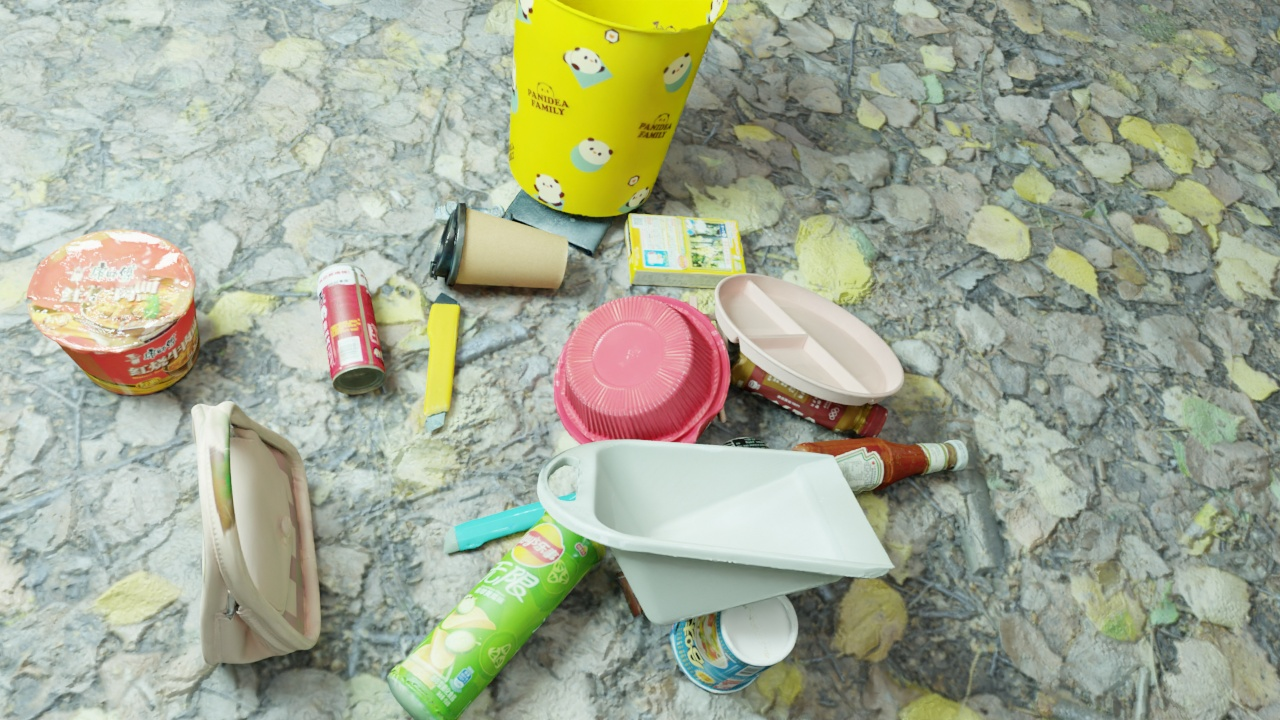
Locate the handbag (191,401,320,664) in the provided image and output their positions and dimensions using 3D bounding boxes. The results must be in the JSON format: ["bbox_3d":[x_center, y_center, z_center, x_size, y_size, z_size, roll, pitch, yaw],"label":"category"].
[{"bbox_3d":[-0.323,0.125,0.737,0.093,0.235,0.193,-8,61,-16],"label":"handbag"}]

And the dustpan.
[{"bbox_3d":[0.052,0.118,0.815,0.258,0.222,0.143,-22,108,6],"label":"dustpan"}]

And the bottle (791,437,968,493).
[{"bbox_3d":[0.259,0.110,0.989,0.205,0.060,0.059,-3,59,-20],"label":"bottle"}]

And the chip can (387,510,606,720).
[{"bbox_3d":[-0.125,0.226,0.818,0.072,0.073,0.220,38,59,12],"label":"chip can"}]

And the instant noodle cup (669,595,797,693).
[{"bbox_3d":[0.088,0.245,0.826,0.099,0.110,0.099,6,66,-13],"label":"instant noodle cup"}]

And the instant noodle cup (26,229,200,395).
[{"bbox_3d":[-0.491,-0.040,0.877,0.138,0.109,0.137,6,58,-10],"label":"instant noodle cup"}]

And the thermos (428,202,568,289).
[{"bbox_3d":[-0.157,-0.120,1.022,0.143,0.093,0.093,9,57,-18],"label":"thermos"}]

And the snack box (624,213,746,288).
[{"bbox_3d":[0.053,-0.131,1.106,0.140,0.034,0.086,0,59,-11],"label":"snack box"}]

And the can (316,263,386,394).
[{"bbox_3d":[-0.301,-0.034,0.950,0.053,0.053,0.132,-9,61,-18],"label":"can"}]

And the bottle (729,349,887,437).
[{"bbox_3d":[0.186,0.034,1.018,0.175,0.058,0.057,25,56,3],"label":"bottle"}]

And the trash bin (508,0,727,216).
[{"bbox_3d":[-0.045,-0.321,1.050,0.229,0.256,0.229,8,46,-9],"label":"trash bin"}]

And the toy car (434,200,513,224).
[{"bbox_3d":[-0.194,-0.164,1.066,0.090,0.043,0.034,4,91,-16],"label":"toy car"}]

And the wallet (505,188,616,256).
[{"bbox_3d":[-0.092,-0.185,1.115,0.121,0.019,0.097,24,57,5],"label":"wallet"}]

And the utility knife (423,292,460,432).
[{"bbox_3d":[-0.213,0.001,0.972,0.033,0.015,0.171,2,59,-5],"label":"utility knife"}]

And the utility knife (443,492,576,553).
[{"bbox_3d":[-0.089,0.151,0.908,0.217,0.013,0.029,-13,61,-17],"label":"utility knife"}]

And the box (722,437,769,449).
[{"bbox_3d":[0.125,0.152,0.937,0.068,0.051,0.164,-2,57,-31],"label":"box"}]

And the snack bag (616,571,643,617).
[{"bbox_3d":[0.030,0.211,0.890,0.104,0.026,0.048,-17,75,-21],"label":"snack bag"}]

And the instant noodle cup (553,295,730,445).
[{"bbox_3d":[-0.006,0.006,0.946,0.194,0.066,0.193,-5,65,11],"label":"instant noodle cup"}]

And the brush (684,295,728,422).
[{"bbox_3d":[0.060,0.005,1.004,0.073,0.063,0.145,0,59,-2],"label":"brush"}]

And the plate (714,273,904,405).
[{"bbox_3d":[0.184,-0.023,1.019,0.229,0.028,0.229,18,29,-11],"label":"plate"}]
